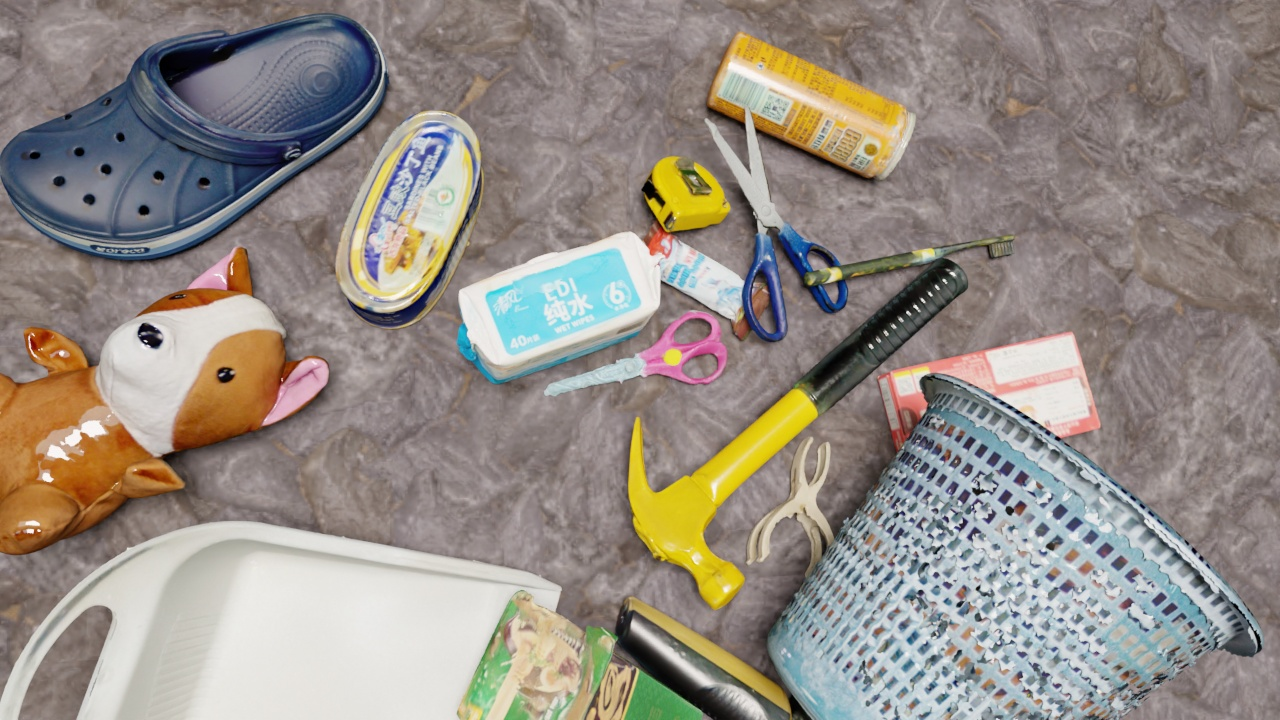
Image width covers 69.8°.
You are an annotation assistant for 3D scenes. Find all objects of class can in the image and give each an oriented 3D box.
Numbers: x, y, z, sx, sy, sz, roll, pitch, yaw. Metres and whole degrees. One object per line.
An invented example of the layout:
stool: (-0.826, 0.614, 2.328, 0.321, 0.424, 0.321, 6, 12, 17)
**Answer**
can: (-0.154, -0.095, 0.622, 0.074, 0.049, 0.148, 22, 78, -4)
can: (0.124, -0.187, 0.678, 0.146, 0.058, 0.058, 23, 77, -4)

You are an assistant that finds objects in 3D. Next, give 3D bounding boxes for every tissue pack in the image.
tissue pack: (-0.054, -0.035, 0.607, 0.140, 0.090, 0.063, -20, 84, -11)

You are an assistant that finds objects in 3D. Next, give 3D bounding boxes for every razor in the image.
razor: (0.056, 0.212, 0.604, 0.167, 0.062, 0.067, 34, 46, 4)

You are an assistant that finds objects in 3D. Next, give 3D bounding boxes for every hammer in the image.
hammer: (0.114, 0.027, 0.633, 0.300, 0.033, 0.129, -39, 69, -14)

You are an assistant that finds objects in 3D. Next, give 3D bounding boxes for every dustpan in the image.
dustpan: (-0.193, 0.206, 0.516, 0.257, 0.143, 0.222, 16, 78, -5)

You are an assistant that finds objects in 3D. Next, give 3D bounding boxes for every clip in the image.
clip: (0.099, 0.105, 0.635, 0.094, 0.035, 0.102, -5, 76, -11)

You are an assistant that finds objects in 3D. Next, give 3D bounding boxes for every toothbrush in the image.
toothbrush: (0.203, -0.072, 0.681, 0.185, 0.012, 0.017, -12, 93, -19)

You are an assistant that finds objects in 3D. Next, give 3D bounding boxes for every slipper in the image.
slipper: (-0.279, -0.153, 0.592, 0.252, 0.095, 0.105, -31, 83, -16)

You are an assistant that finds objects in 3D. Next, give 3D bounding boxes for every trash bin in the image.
trash bin: (0.190, 0.151, 0.541, 0.226, 0.226, 0.195, 43, 92, 1)

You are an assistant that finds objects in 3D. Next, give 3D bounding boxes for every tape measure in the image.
tape measure: (0.032, -0.121, 0.655, 0.059, 0.029, 0.057, -13, 63, -38)

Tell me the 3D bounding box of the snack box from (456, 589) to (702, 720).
snack box: (-0.033, 0.219, 0.552, 0.105, 0.118, 0.117, 33, 75, -32)

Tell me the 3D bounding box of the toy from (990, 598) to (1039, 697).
toy: (0.242, 0.191, 0.643, 0.096, 0.031, 0.100, -2, 76, -6)

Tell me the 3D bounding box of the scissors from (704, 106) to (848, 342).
scissors: (0.099, -0.096, 0.659, 0.155, 0.012, 0.166, 14, 80, -26)

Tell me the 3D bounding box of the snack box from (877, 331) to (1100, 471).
snack box: (0.257, 0.030, 0.677, 0.152, 0.025, 0.075, -12, 83, -11)

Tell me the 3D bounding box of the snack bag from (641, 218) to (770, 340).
snack bag: (0.044, -0.060, 0.659, 0.104, 0.026, 0.048, 34, 81, -2)

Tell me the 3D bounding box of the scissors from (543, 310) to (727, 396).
scissors: (-0.004, 0.004, 0.646, 0.133, 0.017, 0.054, -16, 99, -8)

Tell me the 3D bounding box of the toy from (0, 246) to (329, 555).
toy: (-0.300, 0.018, 0.549, 0.199, 0.131, 0.140, -31, 80, -23)
